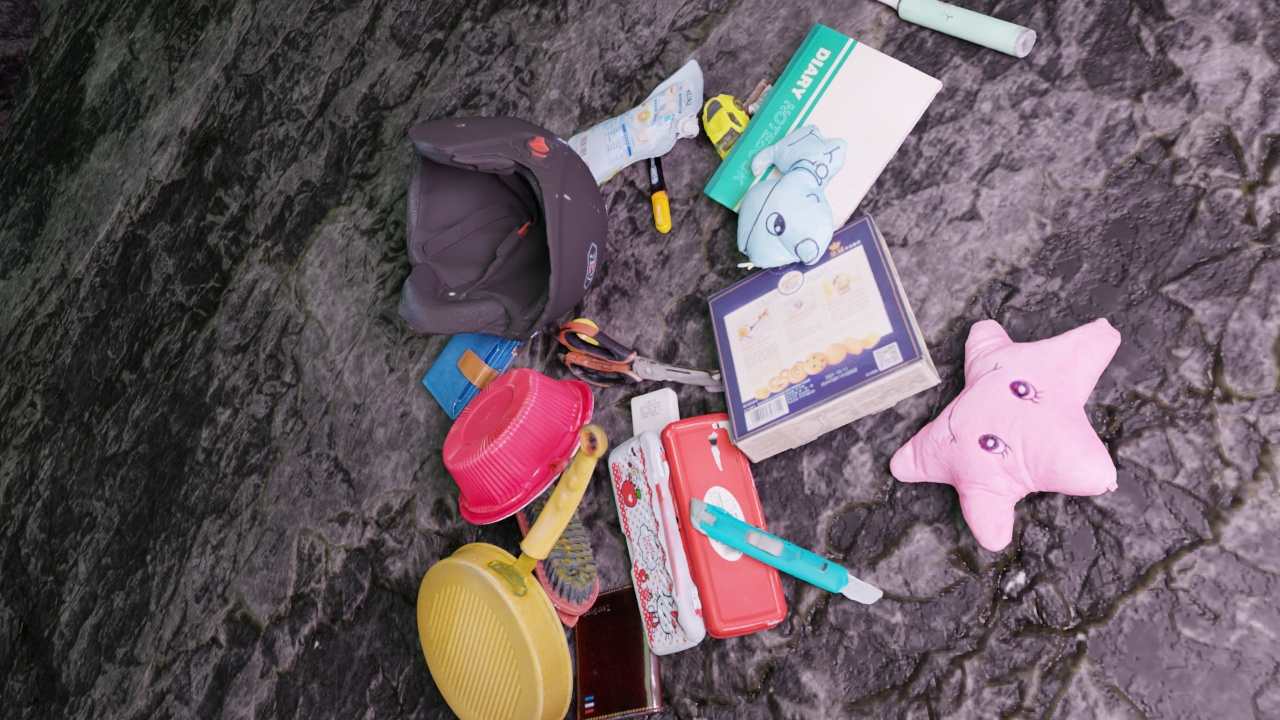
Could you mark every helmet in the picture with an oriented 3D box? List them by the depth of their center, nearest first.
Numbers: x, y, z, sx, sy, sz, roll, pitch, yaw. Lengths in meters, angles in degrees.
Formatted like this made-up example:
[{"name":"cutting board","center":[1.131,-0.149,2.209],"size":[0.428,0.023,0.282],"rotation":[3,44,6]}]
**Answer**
[{"name":"helmet","center":[-0.146,-0.148,1.010],"size":[0.275,0.229,0.234],"rotation":[36,130,29]}]

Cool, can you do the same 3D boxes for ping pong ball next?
[{"name":"ping pong ball","center":[-0.065,-0.027,1.020],"size":[0.040,0.040,0.040],"rotation":[-14,64,30]}]

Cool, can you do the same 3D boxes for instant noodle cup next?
[{"name":"instant noodle cup","center":[-0.142,0.077,0.969],"size":[0.194,0.066,0.193],"rotation":[-34,28,21]}]

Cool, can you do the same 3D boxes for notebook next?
[{"name":"notebook","center":[0.178,-0.222,0.922],"size":[0.150,0.012,0.209],"rotation":[36,95,24]}]

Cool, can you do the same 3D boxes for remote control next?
[{"name":"remote control","center":[0.017,0.091,0.925],"size":[0.049,0.024,0.124],"rotation":[-19,61,27]}]

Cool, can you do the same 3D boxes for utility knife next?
[{"name":"utility knife","center":[0.121,0.164,0.787],"size":[0.179,0.013,0.029],"rotation":[23,72,14]}]

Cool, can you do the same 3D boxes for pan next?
[{"name":"pan","center":[-0.112,0.210,0.869],"size":[0.198,0.078,0.358],"rotation":[38,124,28]}]

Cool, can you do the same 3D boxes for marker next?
[{"name":"marker","center":[0.020,-0.199,1.047],"size":[0.018,0.015,0.123],"rotation":[-19,59,22]}]

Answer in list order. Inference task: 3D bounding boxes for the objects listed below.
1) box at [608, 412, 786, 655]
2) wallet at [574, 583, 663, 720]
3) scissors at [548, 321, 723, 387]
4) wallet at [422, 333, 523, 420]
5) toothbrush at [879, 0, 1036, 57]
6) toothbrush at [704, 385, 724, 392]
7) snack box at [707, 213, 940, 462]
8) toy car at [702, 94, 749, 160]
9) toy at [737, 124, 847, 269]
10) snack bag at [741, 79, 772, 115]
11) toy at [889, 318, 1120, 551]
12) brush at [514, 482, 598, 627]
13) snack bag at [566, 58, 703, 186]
[{"name":"box","center":[0.043,0.156,0.841],"size":[0.155,0.073,0.201],"rotation":[-20,69,18]},{"name":"wallet","center":[-0.024,0.281,0.882],"size":[0.097,0.020,0.122],"rotation":[-21,59,28]},{"name":"scissors","center":[-0.009,-0.004,0.933],"size":[0.015,0.192,0.208],"rotation":[-51,4,-31]},{"name":"wallet","center":[-0.204,0.000,1.113],"size":[0.133,0.040,0.106],"rotation":[-54,47,6]},{"name":"toothbrush","center":[0.288,-0.343,0.908],"size":[0.224,0.026,0.027],"rotation":[39,117,39]},{"name":"toothbrush","center":[0.142,0.020,0.868],"size":[0.190,0.029,0.021],"rotation":[-4,107,35]},{"name":"snack box","center":[0.157,-0.021,0.837],"size":[0.178,0.046,0.182],"rotation":[-27,46,24]},{"name":"toy car","center":[0.098,-0.240,0.984],"size":[0.048,0.032,0.105],"rotation":[-46,57,37]},{"name":"toy","center":[0.140,-0.152,0.875],"size":[0.156,0.050,0.161],"rotation":[-49,42,6]},{"name":"snack bag","center":[0.151,-0.261,0.971],"size":[0.048,0.026,0.104],"rotation":[-53,50,6]},{"name":"toy","center":[0.297,0.048,0.707],"size":[0.194,0.074,0.178],"rotation":[-58,36,5]},{"name":"brush","center":[-0.083,0.195,0.929],"size":[0.145,0.063,0.069],"rotation":[63,145,40]},{"name":"snack bag","center":[-0.006,-0.267,1.071],"size":[0.191,0.039,0.110],"rotation":[-21,47,32]}]
